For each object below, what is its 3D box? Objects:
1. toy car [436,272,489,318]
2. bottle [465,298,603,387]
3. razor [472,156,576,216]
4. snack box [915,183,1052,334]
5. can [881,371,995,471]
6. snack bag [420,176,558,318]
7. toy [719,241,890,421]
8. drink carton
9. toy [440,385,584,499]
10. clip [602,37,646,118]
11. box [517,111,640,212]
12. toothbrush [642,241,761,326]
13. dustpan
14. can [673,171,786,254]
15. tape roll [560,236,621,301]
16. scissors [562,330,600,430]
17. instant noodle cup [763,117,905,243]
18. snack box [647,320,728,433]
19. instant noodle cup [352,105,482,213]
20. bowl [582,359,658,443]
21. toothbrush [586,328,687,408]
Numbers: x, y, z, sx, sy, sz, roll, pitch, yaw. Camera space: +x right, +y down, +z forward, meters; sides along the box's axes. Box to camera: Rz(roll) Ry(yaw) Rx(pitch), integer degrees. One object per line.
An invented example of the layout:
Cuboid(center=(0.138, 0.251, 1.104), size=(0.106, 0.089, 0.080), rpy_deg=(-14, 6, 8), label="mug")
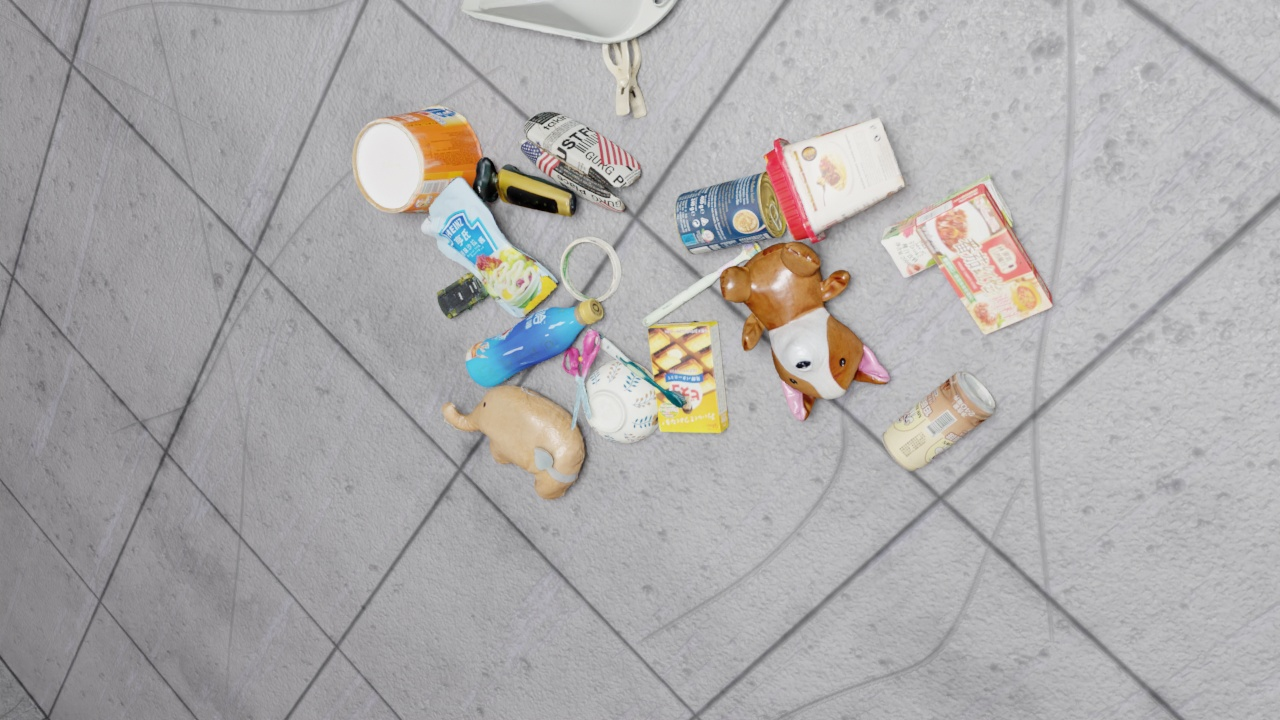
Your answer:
Cuboid(center=(-0.247, -0.093, 1.289), size=(0.091, 0.036, 0.043), rpy_deg=(-26, 92, 29), label="toy car")
Cuboid(center=(-0.142, -0.027, 1.235), size=(0.219, 0.065, 0.065), rpy_deg=(-24, 92, 31), label="bottle")
Cuboid(center=(-0.149, -0.215, 1.174), size=(0.168, 0.067, 0.062), rpy_deg=(22, 135, 32), label="razor")
Cuboid(center=(0.350, -0.101, 0.936), size=(0.075, 0.025, 0.153), rpy_deg=(-26, 116, 32), label="snack box")
Cuboid(center=(0.328, 0.068, 1.012), size=(0.058, 0.058, 0.117), rpy_deg=(48, 121, 8), label="can")
Cuboid(center=(-0.202, -0.144, 1.215), size=(0.191, 0.038, 0.111), rpy_deg=(44, 137, -12), label="snack bag")
Cuboid(center=(0.183, -0.036, 1.032), size=(0.140, 0.130, 0.199), rpy_deg=(-22, 103, 25), label="toy")
Cuboid(center=(0.321, -0.141, 0.962), size=(0.123, 0.045, 0.053), rpy_deg=(-28, 109, 32), label="drink carton")
Cuboid(center=(-0.175, 0.096, 1.280), size=(0.226, 0.082, 0.144), rpy_deg=(32, 115, 19), label="toy")
Cuboid(center=(-0.017, -0.340, 1.094), size=(0.035, 0.071, 0.100), rpy_deg=(-9, 94, 29), label="clip")
Cuboid(center=(-0.082, -0.240, 1.151), size=(0.163, 0.076, 0.088), rpy_deg=(33, 139, 13), label="box")
Cuboid(center=(0.070, -0.090, 1.129), size=(0.190, 0.020, 0.029), rpy_deg=(-33, 89, 33), label="toothbrush")
Cuboid(center=(-0.068, -0.485, 1.075), size=(0.258, 0.142, 0.223), rpy_deg=(32, 108, 49), label="dustpan")
Cuboid(center=(0.102, -0.168, 1.057), size=(0.111, 0.075, 0.075), rpy_deg=(-9, 100, 30), label="can")
Cuboid(center=(-0.065, -0.118, 1.197), size=(0.086, 0.013, 0.086), rpy_deg=(8, 108, 26), label="tape roll")
Cuboid(center=(-0.083, 0.026, 1.209), size=(0.113, 0.017, 0.134), rpy_deg=(0, 78, 55), label="scissors")
Cuboid(center=(0.209, -0.197, 0.978), size=(0.124, 0.116, 0.116), rpy_deg=(-21, 94, 19), label="instant noodle cup")
Cuboid(center=(0.061, 0.022, 1.159), size=(0.087, 0.033, 0.140), rpy_deg=(0, 106, 29), label="snack box")
Cuboid(center=(-0.303, -0.263, 1.227), size=(0.151, 0.111, 0.151), rpy_deg=(8, 108, 26), label="instant noodle cup")
Cuboid(center=(-0.032, 0.060, 1.203), size=(0.114, 0.062, 0.113), rpy_deg=(9, 110, 26), label="bowl")
Cuboid(center=(-0.007, 0.007, 1.175), size=(0.191, 0.018, 0.016), rpy_deg=(38, 129, 35), label="toothbrush")
